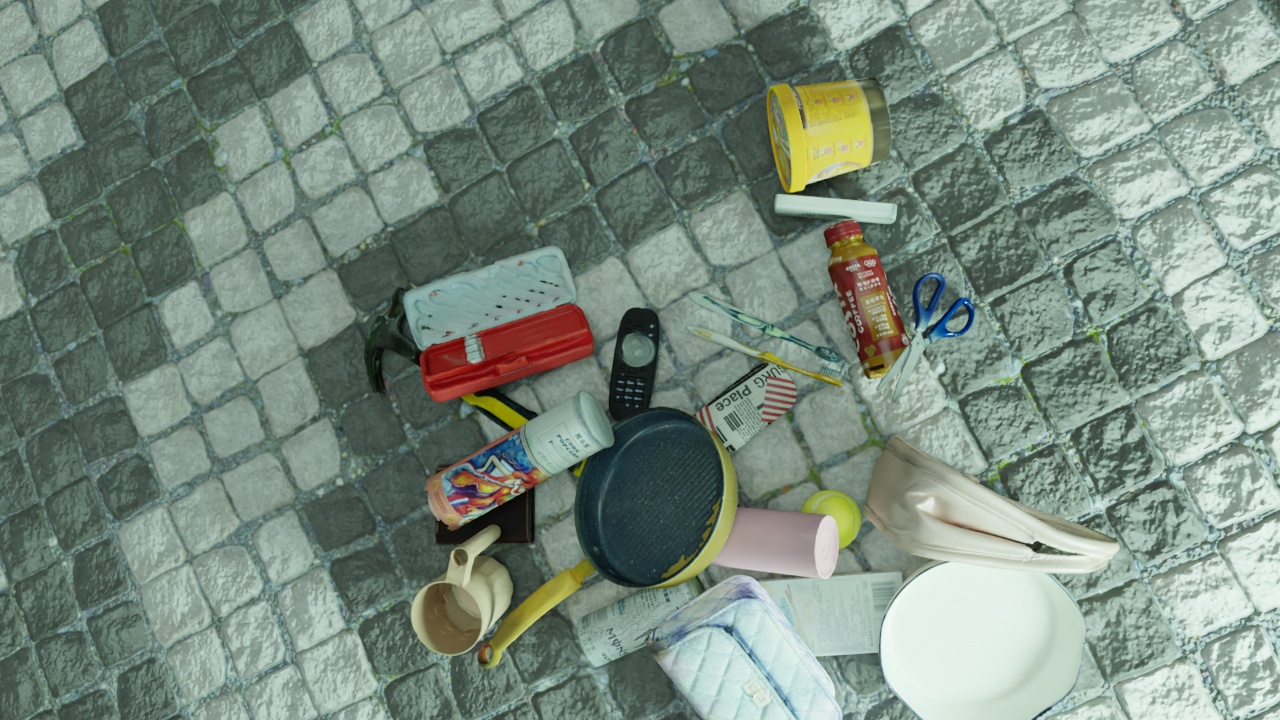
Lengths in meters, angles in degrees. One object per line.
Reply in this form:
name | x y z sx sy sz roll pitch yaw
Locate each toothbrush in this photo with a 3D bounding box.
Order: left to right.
toothbrush | 0.141 -0.040 1.054 0.192 0.018 0.016 25 89 11
toothbrush | 0.141 -0.009 1.053 0.191 0.016 0.018 21 78 11

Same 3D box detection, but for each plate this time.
plate | 0.346 0.286 0.945 0.205 0.045 0.205 1 105 3

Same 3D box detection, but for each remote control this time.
remote control | -0.006 0.006 1.073 0.053 0.024 0.136 8 85 12
remote control | 0.219 -0.171 1.033 0.135 0.056 0.019 7 92 11

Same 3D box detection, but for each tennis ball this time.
tennis ball | 0.206 0.173 0.998 0.065 0.065 0.065 -1 84 10

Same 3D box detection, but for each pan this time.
pan | -0.045 0.205 0.996 0.358 0.078 0.197 -51 48 9

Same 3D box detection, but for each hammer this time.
hammer | -0.195 0.044 1.101 0.323 0.032 0.126 31 91 11

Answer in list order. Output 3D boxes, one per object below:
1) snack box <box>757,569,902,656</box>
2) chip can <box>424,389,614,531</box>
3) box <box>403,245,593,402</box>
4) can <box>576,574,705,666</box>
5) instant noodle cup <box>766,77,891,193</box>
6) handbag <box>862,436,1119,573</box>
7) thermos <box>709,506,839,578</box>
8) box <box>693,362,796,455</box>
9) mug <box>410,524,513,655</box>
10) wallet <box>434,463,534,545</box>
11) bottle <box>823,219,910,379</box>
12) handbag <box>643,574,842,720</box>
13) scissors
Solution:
snack box | 0.211 0.278 1.007 0.157 0.027 0.084 -7 84 10
chip can | -0.138 0.114 1.034 0.215 0.071 0.071 -29 80 14
box | -0.167 -0.043 1.079 0.201 0.058 0.161 -18 64 -5
can | 0.004 0.288 1.027 0.147 0.058 0.058 -26 81 7
instant noodle cup | 0.208 -0.256 1.017 0.114 0.118 0.118 -12 82 2
handbag | 0.354 0.158 0.919 0.234 0.193 0.093 17 94 3
thermos | 0.104 0.197 0.978 0.199 0.067 0.087 -1 42 31
box | 0.105 0.066 1.043 0.164 0.052 0.068 -36 67 5
mug | -0.194 0.253 1.033 0.084 0.103 0.125 15 99 11
wallet | -0.186 0.170 1.094 0.122 0.020 0.096 -3 80 11
bottle | 0.250 -0.069 1.017 0.057 0.057 0.175 -19 81 8
handbag | 0.113 0.334 0.966 0.134 0.075 0.194 -35 99 10
scissors | 0.310 -0.017 0.986 0.132 0.012 0.172 14 70 -16
